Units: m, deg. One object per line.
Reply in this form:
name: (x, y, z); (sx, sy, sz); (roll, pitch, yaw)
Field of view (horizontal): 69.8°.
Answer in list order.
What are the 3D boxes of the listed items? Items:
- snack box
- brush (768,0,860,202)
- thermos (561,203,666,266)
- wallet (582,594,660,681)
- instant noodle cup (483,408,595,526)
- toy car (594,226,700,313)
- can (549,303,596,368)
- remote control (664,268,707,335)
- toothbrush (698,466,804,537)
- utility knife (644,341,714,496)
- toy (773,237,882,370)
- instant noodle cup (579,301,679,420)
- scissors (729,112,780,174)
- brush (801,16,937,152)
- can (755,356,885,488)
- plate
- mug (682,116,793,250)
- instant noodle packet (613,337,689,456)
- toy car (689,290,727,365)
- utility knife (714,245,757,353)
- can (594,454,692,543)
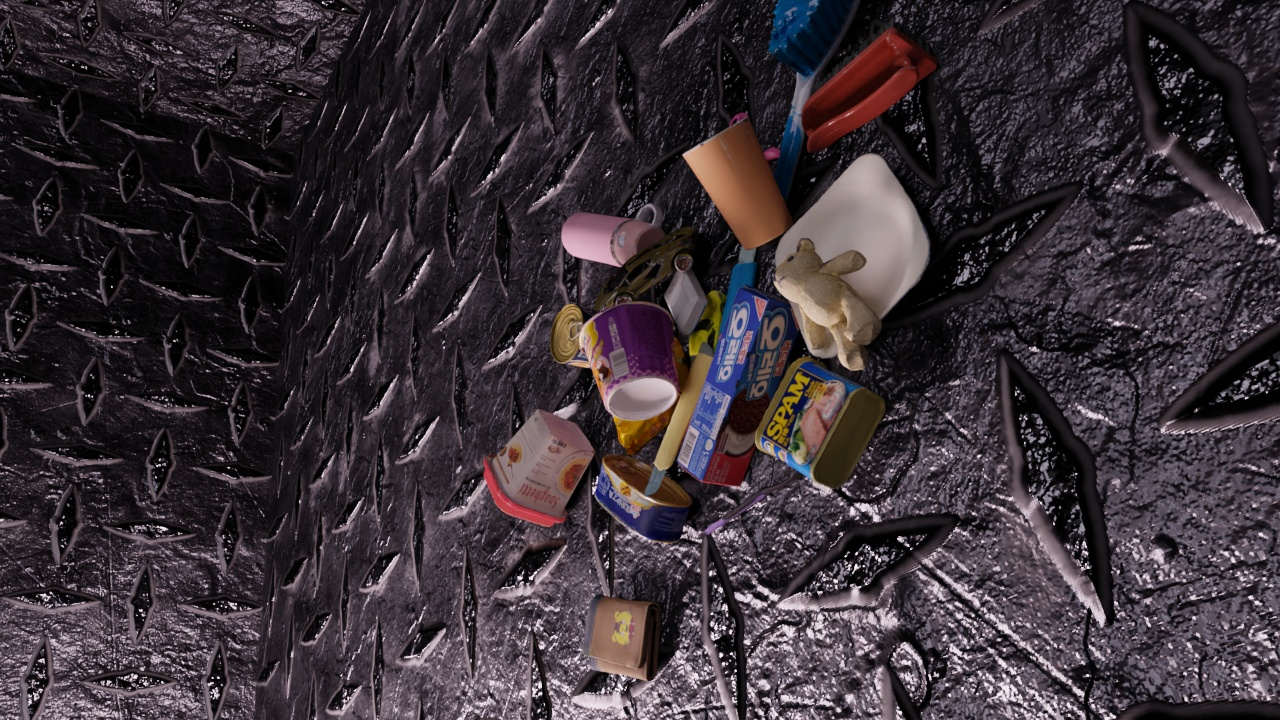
snack box: (0.104, 0.028, 0.968); (0.057, 0.058, 0.207); (34, 108, 56)
brush: (0.170, -0.301, 0.966); (0.060, 0.109, 0.314); (25, 93, 41)
thermos: (-0.033, -0.171, 1.236); (0.199, 0.067, 0.087); (19, 96, 58)
wallet: (-0.021, 0.326, 1.084); (0.115, 0.033, 0.090); (-11, 69, 51)
instant noodle cup: (-0.135, 0.143, 1.254); (0.124, 0.116, 0.116); (-54, 38, 12)
toy car: (0.006, -0.108, 1.118); (0.158, 0.042, 0.070); (-36, 22, 5)
can: (-0.049, -0.024, 1.170); (0.075, 0.111, 0.075); (-21, 63, 50)
remote control: (0.052, -0.074, 1.086); (0.049, 0.024, 0.124); (-63, 16, 18)
toothbrush: (0.117, 0.143, 0.952); (0.190, 0.014, 0.016); (-44, 38, 41)
utility knife: (0.042, 0.064, 1.008); (0.031, 0.019, 0.183); (13, 74, 51)
toy: (0.168, -0.049, 0.828); (0.157, 0.066, 0.105); (-115, 30, -53)
instant noodle cup: (-0.006, 0.006, 1.029); (0.112, 0.111, 0.099); (-48, 43, 37)
scissors: (0.122, -0.229, 1.069); (0.134, 0.017, 0.133); (-7, 78, 55)
brush: (0.213, -0.260, 0.897); (0.146, 0.063, 0.069); (-32, 40, 49)
can: (0.167, 0.058, 0.856); (0.083, 0.057, 0.102); (32, 97, 54)
plate: (0.206, -0.097, 0.878); (0.165, 0.034, 0.163); (-48, 43, 38)
mug: (0.107, -0.182, 0.964); (0.078, 0.078, 0.123); (-16, 107, 54)
instant noodle packet: (0.014, 0.038, 1.116); (0.129, 0.044, 0.110); (-48, 41, 34)
toy car: (0.077, -0.030, 1.054); (0.048, 0.032, 0.105); (-9, 70, 56)
utility knife: (0.109, -0.058, 1.022); (0.034, 0.018, 0.182); (9, 84, 19)
can: (0.001, 0.159, 1.067); (0.148, 0.074, 0.049); (30, 108, 54)
